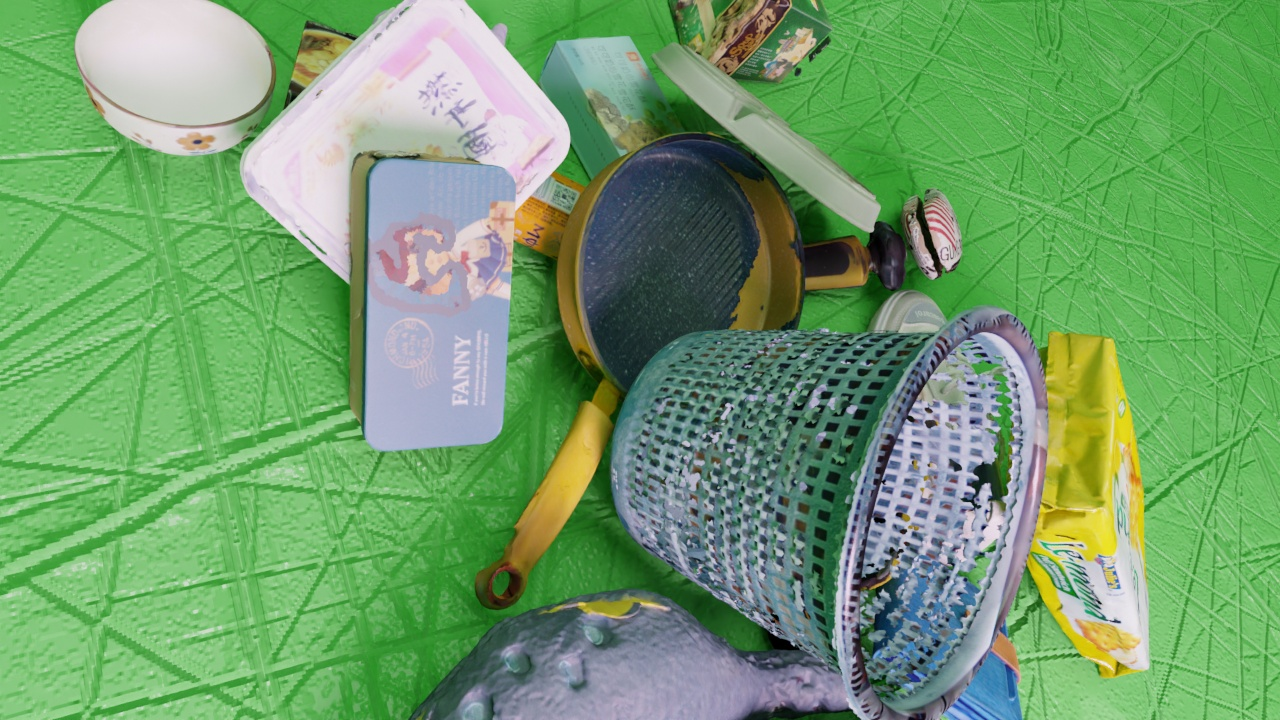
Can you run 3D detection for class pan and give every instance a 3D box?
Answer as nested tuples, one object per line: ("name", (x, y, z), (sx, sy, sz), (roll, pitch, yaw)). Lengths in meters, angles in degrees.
("pan", (-0.004, 0.004, 0.602), (0.198, 0.078, 0.356), (48, 68, -27))

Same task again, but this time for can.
("can", (-0.042, -0.096, 0.674), (0.146, 0.058, 0.058), (24, 54, -15))

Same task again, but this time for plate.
("plate", (0.106, -0.185, 0.745), (0.230, 0.027, 0.229), (33, 20, -14))

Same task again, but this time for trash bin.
("trash bin", (0.099, 0.068, 0.538), (0.226, 0.195, 0.227), (-14, 110, -44))

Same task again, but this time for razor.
("razor", (0.151, -0.080, 0.763), (0.167, 0.068, 0.062), (-10, 84, -23))

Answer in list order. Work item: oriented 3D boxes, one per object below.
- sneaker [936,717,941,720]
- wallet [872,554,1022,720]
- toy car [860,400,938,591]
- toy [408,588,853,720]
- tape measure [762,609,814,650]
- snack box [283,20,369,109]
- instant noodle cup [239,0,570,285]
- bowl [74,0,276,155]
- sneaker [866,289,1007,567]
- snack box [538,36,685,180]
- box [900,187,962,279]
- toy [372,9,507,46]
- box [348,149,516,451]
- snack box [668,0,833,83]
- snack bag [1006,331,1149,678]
("sneaker", (0.105, 0.269, 0.512), (0.240, 0.118, 0.088), (-6, 44, -34))
("wallet", (0.205, 0.183, 0.619), (0.106, 0.040, 0.132), (35, 27, 0))
("toy car", (0.168, 0.094, 0.650), (0.041, 0.071, 0.155), (39, 58, -28))
("toy", (-0.027, 0.198, 0.496), (0.355, 0.092, 0.138), (-11, 80, -28))
("tape measure", (0.112, 0.175, 0.607), (0.057, 0.039, 0.057), (46, 48, 9))
("snack box", (-0.188, -0.171, 0.643), (0.113, 0.053, 0.125), (13, 42, -23))
("instant noodle cup", (-0.147, -0.131, 0.581), (0.173, 0.060, 0.138), (-49, 117, -10))
("bowl", (-0.300, -0.175, 0.597), (0.113, 0.062, 0.113), (13, 56, -20))
("sneaker", (0.237, 0.034, 0.718), (0.089, 0.091, 0.241), (13, 57, -20))
("snack box", (-0.011, -0.183, 0.748), (0.074, 0.052, 0.174), (-17, 71, -32))
("box", (0.252, -0.112, 0.808), (0.164, 0.060, 0.072), (-36, 123, -65))
("toy", (-0.158, -0.241, 0.719), (0.108, 0.039, 0.083), (7, 64, -24))
("box", (-0.127, -0.030, 0.547), (0.089, 0.062, 0.184), (-5, 105, -27))
("snack box", (0.109, -0.330, 0.864), (0.105, 0.119, 0.117), (7, 59, -37))
("snack bag", (0.326, 0.108, 0.675), (0.246, 0.068, 0.157), (55, 44, -36))
